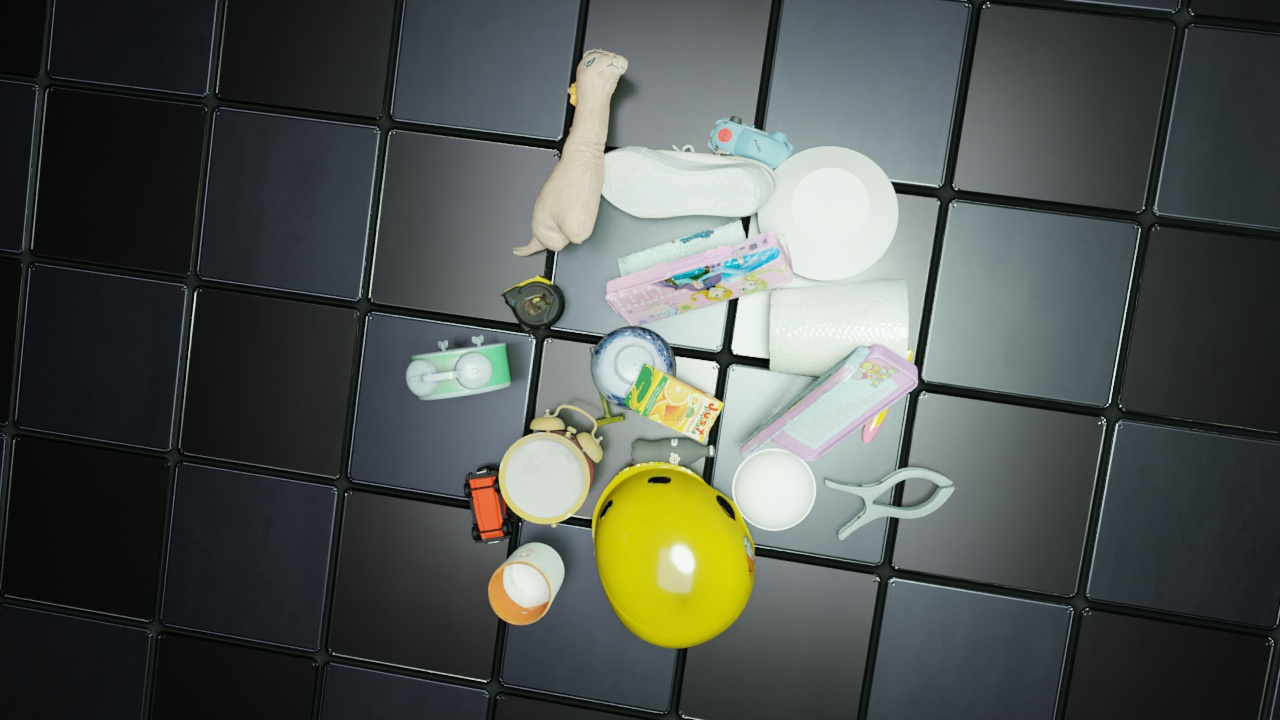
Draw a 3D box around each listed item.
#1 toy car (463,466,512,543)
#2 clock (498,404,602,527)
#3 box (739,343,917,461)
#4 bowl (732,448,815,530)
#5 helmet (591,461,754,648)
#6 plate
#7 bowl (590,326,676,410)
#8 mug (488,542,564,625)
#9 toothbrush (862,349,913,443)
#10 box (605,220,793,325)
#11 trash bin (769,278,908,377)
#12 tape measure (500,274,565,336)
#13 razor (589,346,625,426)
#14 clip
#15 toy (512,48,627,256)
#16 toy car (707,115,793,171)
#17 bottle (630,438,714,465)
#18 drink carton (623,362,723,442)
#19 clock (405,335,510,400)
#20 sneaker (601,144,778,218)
[{"bbox_3d":[-0.204,0.194,1.237,0.051,0.048,0.100,-10,92,5],"label":"toy car"},{"bbox_3d":[-0.112,0.134,1.209,0.117,0.081,0.159,27,94,4],"label":"clock"},{"bbox_3d":[0.220,0.055,1.113,0.215,0.139,0.062,-47,52,43],"label":"box"},{"bbox_3d":[0.176,0.173,1.203,0.110,0.040,0.110,0,93,5],"label":"bowl"},{"bbox_3d":[0.038,0.257,1.158,0.209,0.139,0.240,-30,100,6],"label":"helmet"},{"bbox_3d":[0.234,-0.189,1.144,0.174,0.036,0.174,-1,83,7],"label":"plate"},{"bbox_3d":[-0.007,0.007,1.197,0.114,0.045,0.114,0,83,-4],"label":"bowl"},{"bbox_3d":[-0.148,0.292,1.208,0.082,0.105,0.082,0,93,5],"label":"mug"},{"bbox_3d":[0.322,0.046,1.196,0.021,0.016,0.135,25,97,2],"label":"toothbrush"},{"bbox_3d":[0.072,-0.122,1.166,0.231,0.084,0.090,-15,57,21],"label":"box"},{"bbox_3d":[0.244,-0.036,1.146,0.161,0.133,0.133,1,93,10],"label":"trash bin"},{"bbox_3d":[-0.138,-0.076,1.220,0.072,0.042,0.071,-30,87,4],"label":"tape measure"},{"bbox_3d":[-0.053,0.033,1.228,0.042,0.026,0.106,-13,88,8],"label":"razor"},{"bbox_3d":[0.322,0.169,1.197,0.162,0.027,0.090,-22,89,6],"label":"clip"},{"bbox_3d":[-0.094,-0.270,1.188,0.197,0.065,0.264,-9,73,45],"label":"toy"},{"bbox_3d":[0.142,-0.279,1.188,0.108,0.027,0.060,22,95,4],"label":"toy car"},{"bbox_3d":[0.043,0.122,1.215,0.110,0.036,0.036,-2,93,6],"label":"bottle"},{"bbox_3d":[0.046,0.056,1.180,0.122,0.041,0.058,26,95,-36],"label":"drink carton"},{"bbox_3d":[-0.234,0.010,1.173,0.122,0.161,0.075,-8,93,6],"label":"clock"},{"bbox_3d":[0.060,-0.229,1.175,0.242,0.090,0.090,11,115,27],"label":"sneaker"}]
